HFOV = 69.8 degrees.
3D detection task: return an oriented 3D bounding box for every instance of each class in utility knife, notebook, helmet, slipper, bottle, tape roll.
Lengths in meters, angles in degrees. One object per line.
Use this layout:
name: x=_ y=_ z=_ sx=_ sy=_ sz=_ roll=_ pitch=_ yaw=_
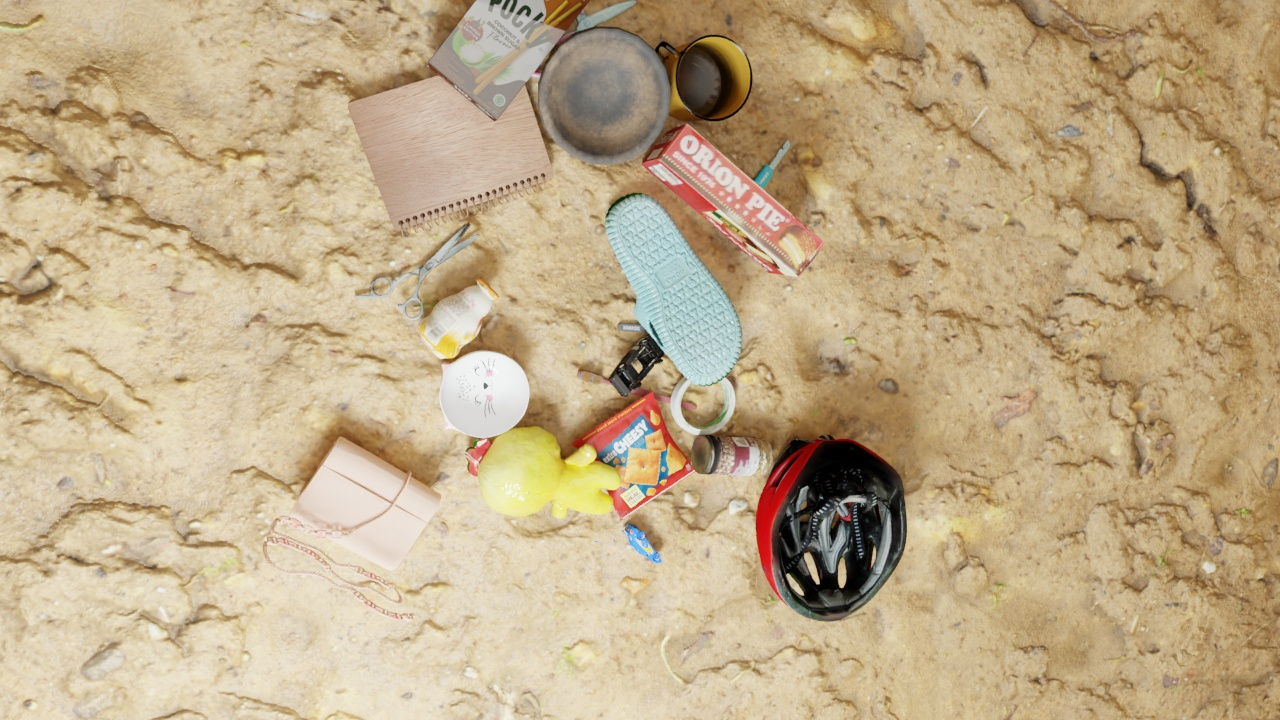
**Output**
utility knife: x=0.159 y=-0.240 z=1.254 sx=0.022 sy=0.015 sz=0.149 roll=34 pitch=89 yaw=-14
notebook: x=-0.228 y=-0.263 z=1.131 sx=0.210 sy=0.022 sz=0.169 roll=-21 pitch=107 yaw=-11
helmet: x=0.266 y=0.239 z=1.317 sx=0.217 sy=0.167 sz=0.272 roll=-5 pitch=104 yaw=-16
slipper: x=0.042 y=-0.095 z=1.228 sx=0.116 sy=0.069 sz=0.276 roll=-32 pitch=95 yaw=-8
bottle: x=-0.228 y=-0.055 z=1.157 sx=0.109 sy=0.063 sz=0.063 roll=-45 pitch=111 yaw=-2
bottle: x=0.130 y=0.136 z=1.304 sx=0.105 sy=0.056 sz=0.056 roll=6 pitch=101 yaw=-26
tape roll: x=0.089 y=0.059 z=1.297 sx=0.093 sy=0.018 sz=0.094 roll=-5 pitch=103 yaw=-21

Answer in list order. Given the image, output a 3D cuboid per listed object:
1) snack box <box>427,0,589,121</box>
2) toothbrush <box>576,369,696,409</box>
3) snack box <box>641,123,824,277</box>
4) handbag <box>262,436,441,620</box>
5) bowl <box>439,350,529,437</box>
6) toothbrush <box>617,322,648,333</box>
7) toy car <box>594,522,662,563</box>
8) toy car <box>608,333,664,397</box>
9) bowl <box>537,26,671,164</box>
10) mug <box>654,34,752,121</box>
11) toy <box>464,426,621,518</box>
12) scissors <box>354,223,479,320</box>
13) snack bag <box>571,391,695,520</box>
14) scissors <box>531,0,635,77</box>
snack box: x=-0.156 y=-0.393 z=1.095 sx=0.101 sy=0.031 sz=0.186 roll=38 pitch=89 yaw=-18
toothbrush: x=-0.001 y=0.044 z=1.274 sx=0.184 sy=0.016 sz=0.015 roll=17 pitch=95 yaw=-21
snack box: x=0.117 y=-0.203 z=1.184 sx=0.236 sy=0.113 sz=0.060 roll=38 pitch=90 yaw=-14
handbag: x=-0.329 y=0.201 z=1.122 sx=0.198 sy=0.187 sz=0.117 roll=34 pitch=98 yaw=-16
bowl: x=-0.205 y=0.038 z=1.192 sx=0.114 sy=0.050 sz=0.115 roll=-4 pitch=104 yaw=-16
toothbrush: x=0.049 y=-0.041 z=1.270 sx=0.167 sy=0.013 sz=0.013 roll=4 pitch=102 yaw=-15
toy car: x=-0.017 y=0.270 z=1.309 sx=0.061 sy=0.033 sz=0.092 roll=-39 pitch=110 yaw=-12
toy car: x=-0.007 y=0.007 z=1.245 sx=0.092 sy=0.037 sz=0.040 roll=-48 pitch=112 yaw=-28
bowl: x=-0.048 y=-0.328 z=1.129 sx=0.162 sy=0.070 sz=0.162 roll=-4 pitch=115 yaw=-9
mug: x=0.067 y=-0.359 z=1.155 sx=0.123 sy=0.094 sz=0.100 roll=32 pitch=91 yaw=-22
toy: x=-0.129 y=0.157 z=1.222 sx=0.207 sy=0.092 sz=0.134 roll=11 pitch=112 yaw=-21
scissors: x=-0.280 y=-0.119 z=1.153 sx=0.120 sy=0.014 sz=0.159 roll=21 pitch=83 yaw=-3
snack bag: x=-0.007 y=0.134 z=1.279 sx=0.130 sy=0.039 sz=0.144 roll=-32 pitch=114 yaw=-7
scissors: x=-0.087 y=-0.428 z=1.137 sx=0.170 sy=0.013 sz=0.175 roll=-28 pitch=109 yaw=-8
